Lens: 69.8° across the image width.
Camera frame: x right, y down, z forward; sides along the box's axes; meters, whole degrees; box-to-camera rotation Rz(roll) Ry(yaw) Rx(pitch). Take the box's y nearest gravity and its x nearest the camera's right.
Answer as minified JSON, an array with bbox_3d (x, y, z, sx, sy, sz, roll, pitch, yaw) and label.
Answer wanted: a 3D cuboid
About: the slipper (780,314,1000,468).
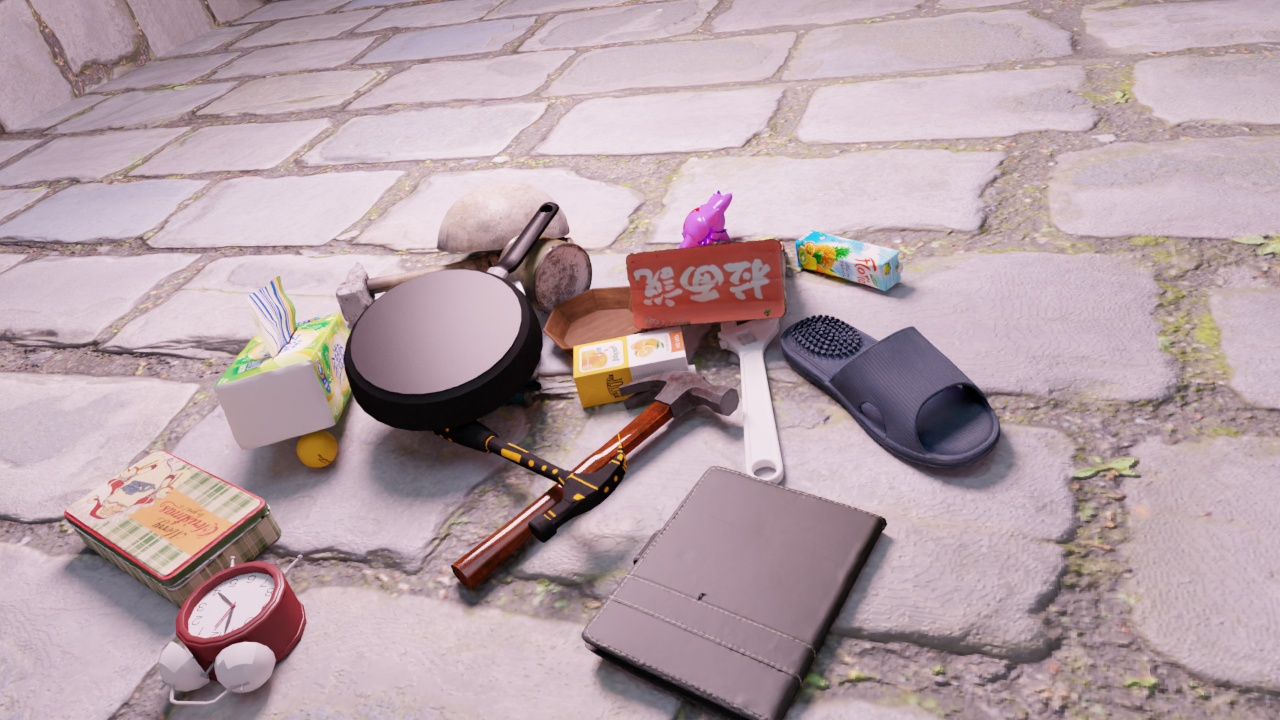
[{"bbox_3d":[0.225,0.001,0.852,0.101,0.083,0.263,-24,35,-18],"label":"slipper"}]

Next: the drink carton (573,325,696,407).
[{"bbox_3d":[-0.006,0.006,0.958,0.122,0.040,0.058,-11,35,4],"label":"drink carton"}]

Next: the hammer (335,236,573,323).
[{"bbox_3d":[-0.245,-0.121,1.219,0.319,0.049,0.121,-11,29,1],"label":"hammer"}]

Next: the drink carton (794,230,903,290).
[{"bbox_3d":[0.236,-0.114,1.042,0.038,0.044,0.129,-36,39,-29],"label":"drink carton"}]

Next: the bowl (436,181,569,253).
[{"bbox_3d":[-0.187,-0.195,1.219,0.178,0.081,0.178,-9,15,2],"label":"bowl"}]

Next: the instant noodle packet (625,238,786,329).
[{"bbox_3d":[0.083,-0.107,1.041,0.164,0.084,0.220,-5,15,10],"label":"instant noodle packet"}]

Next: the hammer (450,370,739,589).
[{"bbox_3d":[-0.048,0.102,0.842,0.299,0.028,0.111,-38,35,-28],"label":"hammer"}]

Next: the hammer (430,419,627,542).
[{"bbox_3d":[-0.140,0.078,0.879,0.123,0.036,0.321,-39,36,-29],"label":"hammer"}]

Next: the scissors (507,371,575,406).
[{"bbox_3d":[-0.144,0.028,0.994,0.126,0.019,0.144,-31,40,-25],"label":"scissors"}]

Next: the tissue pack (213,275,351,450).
[{"bbox_3d":[-0.385,-0.013,0.990,0.120,0.141,0.197,-18,20,-9],"label":"tissue pack"}]

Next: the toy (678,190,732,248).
[{"bbox_3d":[0.082,-0.165,1.143,0.106,0.056,0.088,-48,-3,22],"label":"toy"}]

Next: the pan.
[{"bbox_3d":[-0.175,-0.072,0.986,0.204,0.044,0.354,13,51,20],"label":"pan"}]

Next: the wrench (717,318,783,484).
[{"bbox_3d":[0.114,0.027,0.909,0.066,0.018,0.272,-8,36,8],"label":"wrench"}]

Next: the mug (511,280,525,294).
[{"bbox_3d":[-0.176,-0.038,1.041,0.105,0.082,0.082,-19,35,-8],"label":"mug"}]

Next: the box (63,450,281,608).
[{"bbox_3d":[-0.457,0.157,0.894,0.206,0.050,0.117,16,45,34],"label":"box"}]

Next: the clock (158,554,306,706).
[{"bbox_3d":[-0.335,0.223,0.758,0.096,0.048,0.137,-4,35,14],"label":"clock"}]

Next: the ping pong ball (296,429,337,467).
[{"bbox_3d":[-0.335,0.091,0.951,0.040,0.040,0.040,-9,35,6],"label":"ping pong ball"}]

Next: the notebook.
[{"bbox_3d":[0.073,0.171,0.711,0.170,0.029,0.208,14,40,31],"label":"notebook"}]

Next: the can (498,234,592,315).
[{"bbox_3d":[-0.116,-0.105,1.108,0.075,0.090,0.089,22,48,40],"label":"can"}]

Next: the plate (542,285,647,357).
[{"bbox_3d":[-0.045,-0.041,1.049,0.131,0.025,0.131,-9,35,6],"label":"plate"}]
